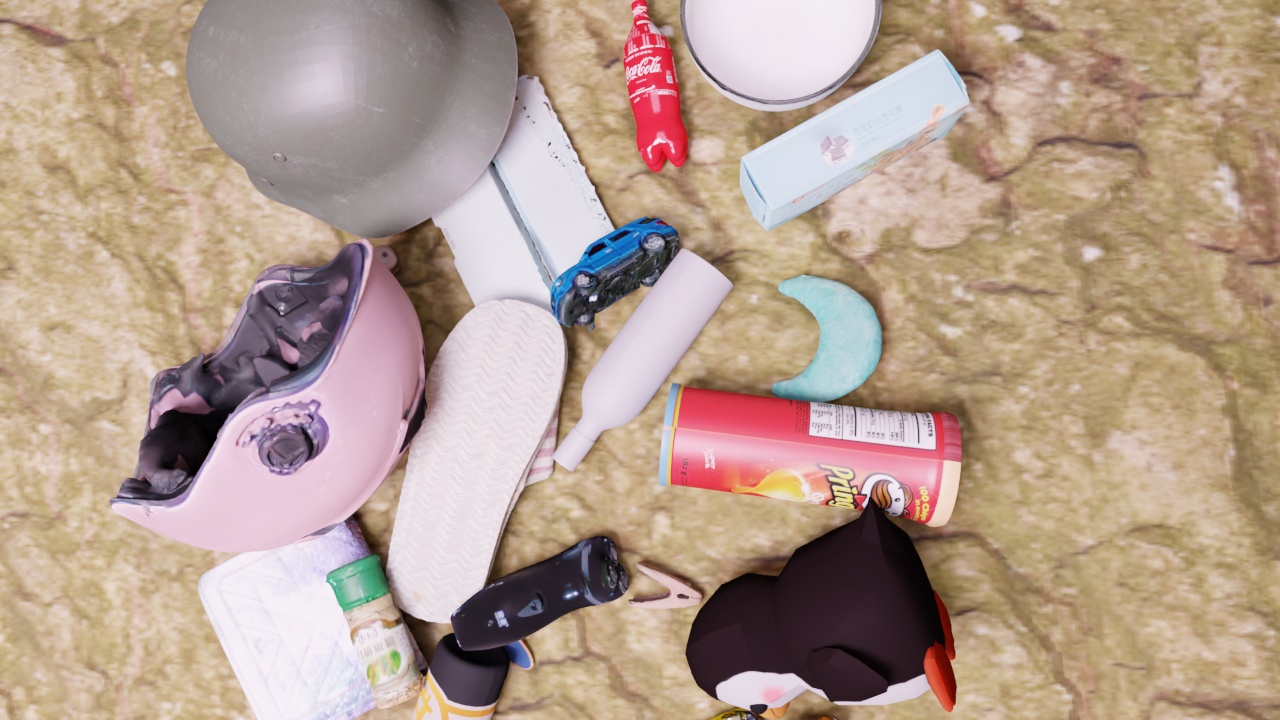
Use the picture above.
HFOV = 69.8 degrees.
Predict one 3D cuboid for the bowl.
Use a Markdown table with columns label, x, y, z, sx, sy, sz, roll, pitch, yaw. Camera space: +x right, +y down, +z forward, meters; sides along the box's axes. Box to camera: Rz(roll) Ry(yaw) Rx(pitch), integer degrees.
| label | x | y | z | sx | sy | sz | roll | pitch | yaw |
| --- | --- | --- | --- | --- | --- | --- | --- | --- | --- |
| bowl | 0.109 | -0.268 | 0.734 | 0.153 | 0.073 | 0.153 | 0 | 86 | 5 |

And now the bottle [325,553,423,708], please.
| label | x | y | z | sx | sy | sz | roll | pitch | yaw |
| --- | --- | --- | --- | --- | --- | --- | --- | --- | --- |
| bottle | -0.202 | 0.206 | 0.699 | 0.043 | 0.043 | 0.111 | -22 | 85 | 3 |

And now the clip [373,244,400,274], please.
| label | x | y | z | sx | sy | sz | roll | pitch | yaw |
| --- | --- | --- | --- | --- | --- | --- | --- | --- | --- |
| clip | -0.233 | -0.073 | 0.780 | 0.060 | 0.050 | 0.026 | -30 | 79 | -39 |

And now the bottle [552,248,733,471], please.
| label | x | y | z | sx | sy | sz | roll | pitch | yaw |
| --- | --- | --- | --- | --- | --- | --- | --- | --- | --- |
| bottle | -0.004 | 0.004 | 0.734 | 0.052 | 0.052 | 0.195 | 36 | 90 | 7 |

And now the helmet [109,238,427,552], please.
| label | x | y | z | sx | sy | sz | roll | pitch | yaw |
| --- | --- | --- | --- | --- | --- | --- | --- | --- | --- |
| helmet | -0.253 | 0.036 | 0.685 | 0.255 | 0.230 | 0.152 | -47 | 119 | 0 |

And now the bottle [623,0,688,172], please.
| label | x | y | z | sx | sy | sz | roll | pitch | yaw |
| --- | --- | --- | --- | --- | --- | --- | --- | --- | --- |
| bottle | 0.010 | -0.228 | 0.756 | 0.042 | 0.042 | 0.141 | -10 | 85 | 4 |

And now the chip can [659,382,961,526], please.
| label | x | y | z | sx | sy | sz | roll | pitch | yaw |
| --- | --- | --- | --- | --- | --- | --- | --- | --- | --- |
| chip can | 0.126 | 0.070 | 0.700 | 0.213 | 0.087 | 0.087 | 7 | 86 | 7 |

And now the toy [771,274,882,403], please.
| label | x | y | z | sx | sy | sz | roll | pitch | yaw |
| --- | --- | --- | --- | --- | --- | --- | --- | --- | --- |
| toy | 0.150 | -0.016 | 0.733 | 0.085 | 0.033 | 0.105 | 2 | 84 | 19 |

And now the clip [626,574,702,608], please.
| label | x | y | z | sx | sy | sz | roll | pitch | yaw |
| --- | --- | --- | --- | --- | --- | --- | --- | --- | --- |
| clip | 0.020 | 0.189 | 0.734 | 0.061 | 0.026 | 0.049 | -39 | 93 | -6 |

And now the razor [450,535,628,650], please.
| label | x | y | z | sx | sy | sz | roll | pitch | yaw |
| --- | --- | --- | --- | --- | --- | --- | --- | --- | --- |
| razor | -0.076 | 0.184 | 0.711 | 0.140 | 0.064 | 0.053 | -22 | 90 | -19 |

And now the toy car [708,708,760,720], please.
| label | x | y | z | sx | sy | sz | roll | pitch | yaw |
| --- | --- | --- | --- | --- | --- | --- | --- | --- | --- |
| toy car | 0.048 | 0.308 | 0.717 | 0.107 | 0.030 | 0.049 | -19 | 85 | 2 |

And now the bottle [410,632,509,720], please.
| label | x | y | z | sx | sy | sz | roll | pitch | yaw |
| --- | --- | --- | --- | --- | --- | --- | --- | --- | --- |
| bottle | -0.159 | 0.309 | 0.721 | 0.059 | 0.059 | 0.182 | 20 | 95 | 7 |

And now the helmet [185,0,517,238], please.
| label | x | y | z | sx | sy | sz | roll | pitch | yaw |
| --- | --- | --- | --- | --- | --- | --- | --- | --- | --- |
| helmet | -0.250 | -0.226 | 0.710 | 0.268 | 0.153 | 0.226 | -7 | 75 | 27 |

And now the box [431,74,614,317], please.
| label | x | y | z | sx | sy | sz | roll | pitch | yaw |
| --- | --- | --- | --- | --- | --- | --- | --- | --- | --- |
| box | -0.105 | -0.126 | 0.761 | 0.136 | 0.044 | 0.197 | -27 | 87 | 2 |

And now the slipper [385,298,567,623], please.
| label | x | y | z | sx | sy | sz | roll | pitch | yaw |
| --- | --- | --- | --- | --- | --- | --- | --- | --- | --- |
| slipper | -0.128 | 0.080 | 0.738 | 0.115 | 0.052 | 0.263 | 18 | 90 | 0 |

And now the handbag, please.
| label | x | y | z | sx | sy | sz | roll | pitch | yaw |
| --- | --- | --- | --- | --- | --- | --- | --- | --- | --- |
| handbag | -0.260 | 0.212 | 0.739 | 0.126 | 0.069 | 0.158 | -27 | 84 | -12 |

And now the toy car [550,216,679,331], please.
| label | x | y | z | sx | sy | sz | roll | pitch | yaw |
| --- | --- | --- | --- | --- | --- | --- | --- | --- | --- |
| toy car | -0.023 | -0.071 | 0.724 | 0.120 | 0.056 | 0.043 | -35 | 67 | -25 |

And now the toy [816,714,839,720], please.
| label | x | y | z | sx | sy | sz | roll | pitch | yaw |
| --- | --- | --- | --- | --- | --- | --- | --- | --- | --- |
| toy | 0.119 | 0.301 | 0.673 | 0.067 | 0.112 | 0.087 | 40 | 91 | 19 |

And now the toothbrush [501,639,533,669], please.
| label | x | y | z | sx | sy | sz | roll | pitch | yaw |
| --- | --- | --- | --- | --- | --- | --- | --- | --- | --- |
| toothbrush | -0.135 | 0.201 | 0.749 | 0.021 | 0.017 | 0.135 | -44 | 83 | 6 |

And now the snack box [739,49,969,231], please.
| label | x | y | z | sx | sy | sz | roll | pitch | yaw |
| --- | --- | --- | --- | --- | --- | --- | --- | --- | --- |
| snack box | 0.163 | -0.169 | 0.720 | 0.175 | 0.075 | 0.053 | -29 | 83 | 2 |

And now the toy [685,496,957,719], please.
| label | x | y | z | sx | sy | sz | roll | pitch | yaw |
| --- | --- | --- | --- | --- | --- | --- | --- | --- | --- |
| toy | 0.116 | 0.187 | 0.670 | 0.184 | 0.158 | 0.140 | -22 | 94 | 21 |
